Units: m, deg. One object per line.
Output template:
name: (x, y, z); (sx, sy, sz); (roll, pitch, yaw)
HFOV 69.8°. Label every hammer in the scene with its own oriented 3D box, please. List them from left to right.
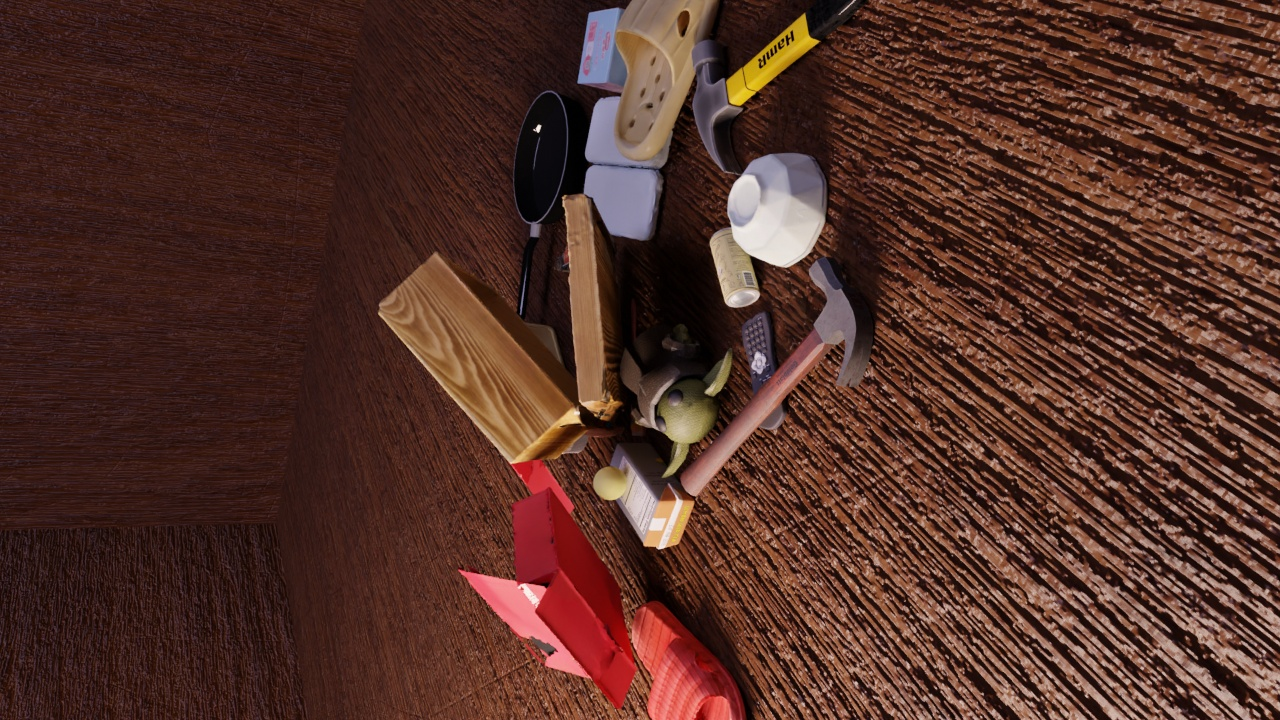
hammer: (0.125, 0.042, 0.920); (0.302, 0.028, 0.111); (-54, 46, 38)
hammer: (0.156, -0.318, 0.931); (0.325, 0.034, 0.169); (-28, 64, 54)

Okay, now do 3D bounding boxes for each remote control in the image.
remote control: (0.128, 0.011, 0.955); (0.047, 0.009, 0.124); (-35, 57, 53)

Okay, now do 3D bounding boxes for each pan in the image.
pan: (-0.152, -0.237, 1.434); (0.204, 0.044, 0.356); (18, 102, 59)

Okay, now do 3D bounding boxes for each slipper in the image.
slipper: (0.016, -0.371, 1.096); (0.111, 0.079, 0.262); (26, 104, 38)
slipper: (0.038, 0.358, 1.021); (0.249, 0.059, 0.104); (43, 123, 55)

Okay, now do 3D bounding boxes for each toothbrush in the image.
toothbrush: (-0.007, 0.007, 1.185); (0.015, 0.015, 0.184); (147, 123, -62)

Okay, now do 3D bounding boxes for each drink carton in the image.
drink carton: (0.009, 0.159, 1.104); (0.125, 0.048, 0.076); (50, 128, 50)

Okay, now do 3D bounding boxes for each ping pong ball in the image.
ping pong ball: (-0.036, 0.146, 1.091); (0.040, 0.040, 0.040); (-12, 76, 59)

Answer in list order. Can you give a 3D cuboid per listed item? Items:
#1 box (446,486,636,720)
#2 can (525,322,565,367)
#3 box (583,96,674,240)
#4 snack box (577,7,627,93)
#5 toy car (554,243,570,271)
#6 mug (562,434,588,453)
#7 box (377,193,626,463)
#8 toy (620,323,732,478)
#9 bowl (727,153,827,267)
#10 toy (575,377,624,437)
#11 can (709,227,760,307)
box: (-0.113, 0.376, 0.962); (0.138, 0.215, 0.466); (-12, 40, 21)
can: (-0.168, 0.022, 1.405); (0.101, 0.072, 0.130); (-52, 44, 40)
box: (-0.025, -0.261, 1.231); (0.209, 0.037, 0.190); (28, 108, 58)
snack box: (-0.022, -0.399, 1.194); (0.095, 0.079, 0.093); (29, 112, 60)
toy car: (-0.083, -0.156, 1.302); (0.112, 0.047, 0.047); (-18, 74, 58)
mug: (-0.146, 0.092, 1.320); (0.116, 0.107, 0.080); (12, 97, 60)
box: (-0.092, -0.029, 1.093); (0.269, 0.264, 0.279); (50, 179, 7)
toy: (0.033, 0.029, 1.048); (0.152, 0.078, 0.180); (57, 131, 45)
bowl: (0.128, -0.156, 0.925); (0.118, 0.061, 0.117); (-15, 73, 59)
toy: (-0.055, 0.060, 1.244); (0.103, 0.070, 0.090); (12, 84, 37)
can: (0.101, -0.101, 0.987); (0.038, 0.038, 0.079); (-45, 49, 49)
